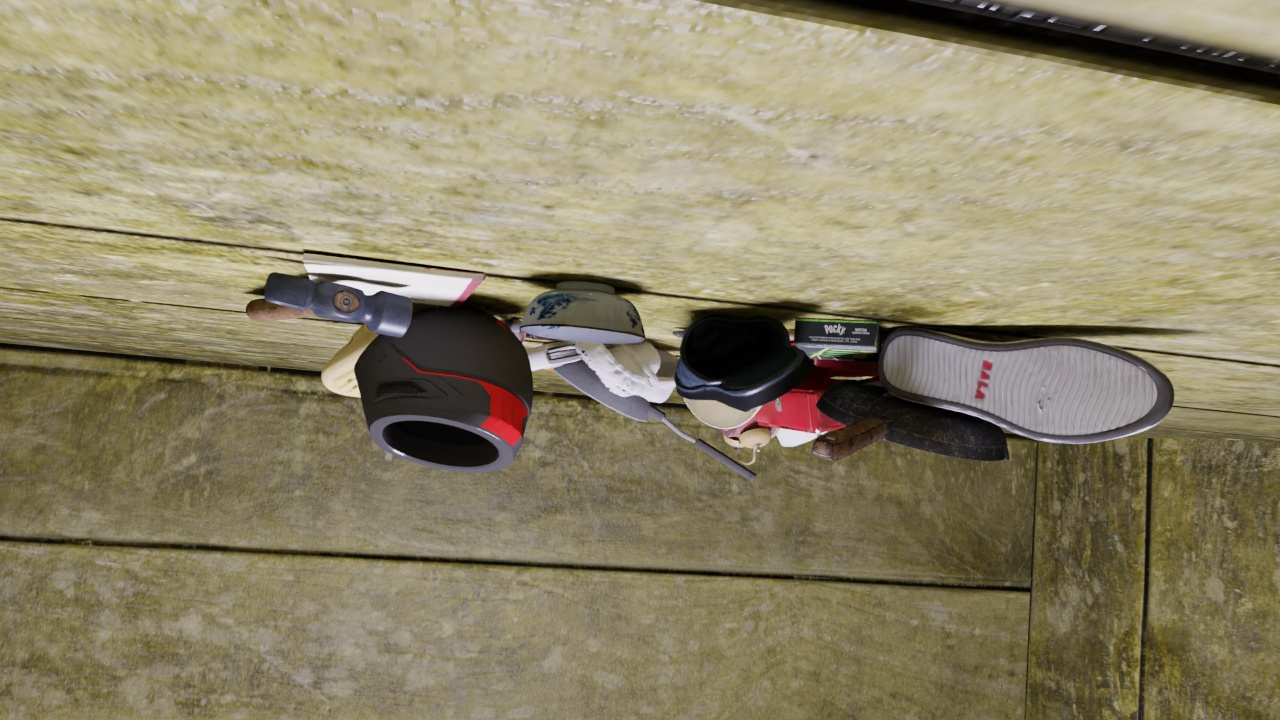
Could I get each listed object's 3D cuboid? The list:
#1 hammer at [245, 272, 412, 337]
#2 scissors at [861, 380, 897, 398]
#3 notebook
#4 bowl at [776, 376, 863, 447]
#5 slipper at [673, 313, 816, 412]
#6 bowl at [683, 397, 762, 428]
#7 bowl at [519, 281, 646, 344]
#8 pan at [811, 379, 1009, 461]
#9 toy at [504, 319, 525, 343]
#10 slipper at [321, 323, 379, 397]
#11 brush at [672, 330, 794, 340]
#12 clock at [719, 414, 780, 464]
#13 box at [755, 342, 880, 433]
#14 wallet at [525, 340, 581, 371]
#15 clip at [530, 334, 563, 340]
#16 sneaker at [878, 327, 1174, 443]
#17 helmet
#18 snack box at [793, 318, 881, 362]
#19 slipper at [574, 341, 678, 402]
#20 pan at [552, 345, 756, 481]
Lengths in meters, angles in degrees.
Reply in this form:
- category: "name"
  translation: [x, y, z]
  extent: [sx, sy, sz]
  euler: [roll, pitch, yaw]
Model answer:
- category: "hammer"
  translation: [-0.359, -0.056, 0.953]
  extent: [0.129, 0.040, 0.322]
  euler: [14, 173, -35]
- category: "scissors"
  translation: [0.327, 0.036, 0.987]
  extent: [0.142, 0.015, 0.209]
  euler: [31, -152, 31]
- category: "notebook"
  translation: [-0.237, -0.073, 0.874]
  extent: [0.153, 0.012, 0.209]
  euler: [5, 176, -17]
- category: "bowl"
  translation: [0.250, 0.054, 1.330]
  extent: [0.153, 0.073, 0.153]
  euler: [-35, -174, 4]
- category: "slipper"
  translation: [0.089, -0.013, 0.936]
  extent: [0.109, 0.083, 0.266]
  euler: [-31, -171, -8]
- category: "bowl"
  translation: [0.112, 0.021, 1.120]
  extent: [0.115, 0.115, 0.062]
  euler: [1, -171, 34]
- category: "bowl"
  translation: [-0.050, -0.044, 0.821]
  extent: [0.114, 0.045, 0.114]
  euler: [5, 175, 0]
- category: "pan"
  translation: [0.250, 0.061, 0.916]
  extent: [0.208, 0.040, 0.356]
  euler: [18, -169, 31]
- category: "toy"
  translation: [-0.164, -0.033, 1.150]
  extent: [0.049, 0.030, 0.112]
  euler: [-24, 178, -11]
- category: "slipper"
  translation: [-0.327, -0.023, 1.195]
  extent: [0.111, 0.079, 0.262]
  euler: [13, 152, -44]
- category: "brush"
  translation: [0.110, -0.029, 1.050]
  extent: [0.151, 0.012, 0.038]
  euler: [0, 173, 32]
- category: "clock"
  translation: [0.147, 0.071, 1.320]
  extent: [0.081, 0.159, 0.117]
  euler: [0, 177, -17]
- category: "box"
  translation: [0.228, 0.036, 1.148]
  extent: [0.134, 0.112, 0.158]
  euler: [1, 177, -20]
- category: "wallet"
  translation: [-0.128, -0.007, 1.258]
  extent: [0.115, 0.037, 0.118]
  euler: [-13, 180, 22]
- category: "clip"
  translation: [-0.126, -0.032, 1.234]
  extent: [0.052, 0.014, 0.042]
  euler: [3, 178, -19]
- category: "sneaker"
  translation: [0.378, 0.019, 0.903]
  extent: [0.263, 0.097, 0.128]
  euler: [10, -172, 36]
- category: "helmet"
  translation: [-0.217, 0.023, 1.028]
  extent: [0.265, 0.169, 0.164]
  euler: [-10, 144, 38]
- category: "snack box"
  translation: [0.212, -0.020, 0.976]
  extent: [0.080, 0.025, 0.147]
  euler: [3, 175, 16]
- category: "slipper"
  translation: [-0.007, 0.007, 1.238]
  extent: [0.112, 0.075, 0.246]
  euler: [37, -171, 27]
- category: "pan"
  translation: [0.019, 0.074, 1.363]
  extent: [0.357, 0.041, 0.178]
  euler: [32, -175, 9]
